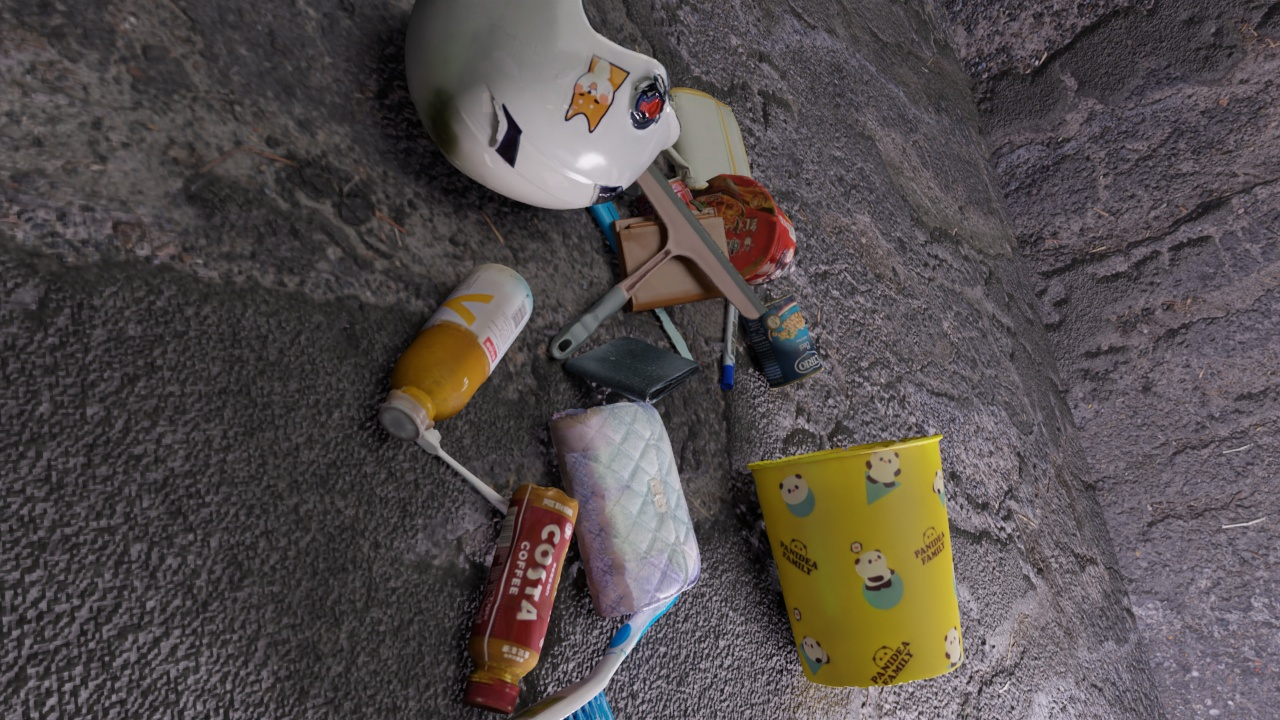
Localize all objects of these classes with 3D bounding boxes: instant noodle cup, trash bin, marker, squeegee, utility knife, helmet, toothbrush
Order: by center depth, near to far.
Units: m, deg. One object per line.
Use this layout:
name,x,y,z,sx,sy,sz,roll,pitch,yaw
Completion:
toothbrush,-0.126,0.112,0.782,0.180,0.016,0.016,47,35,-28
helmet,-0.102,-0.225,0.832,0.274,0.230,0.156,45,69,-44
squeegee,-0.016,-0.075,0.969,0.247,0.040,0.248,52,58,-9
utility knife,0.005,-0.090,1.058,0.238,0.018,0.034,60,36,-16
trash bin,0.259,0.228,1.074,0.229,0.230,0.255,-2,81,-54
instant noodle cup,0.129,-0.154,1.161,0.108,0.138,0.137,9,66,-60
marker,0.115,-0.027,1.173,0.017,0.017,0.145,38,46,-37

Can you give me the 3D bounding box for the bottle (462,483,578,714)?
bottle,-0.098,0.189,0.734,0.057,0.058,0.174,37,55,-37

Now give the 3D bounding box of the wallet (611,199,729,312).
wallet,0.038,-0.122,1.038,0.130,0.035,0.119,-11,90,-22

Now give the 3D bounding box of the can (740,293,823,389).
can,0.187,-0.027,1.218,0.075,0.075,0.111,-26,94,-55

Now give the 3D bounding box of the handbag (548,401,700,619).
handbag,-0.013,0.134,0.870,0.134,0.076,0.194,-7,78,-54

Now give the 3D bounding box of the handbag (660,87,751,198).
handbag,0.070,-0.283,1.205,0.178,0.063,0.163,11,61,-47

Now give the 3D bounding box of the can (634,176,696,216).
can,0.039,-0.165,1.096,0.066,0.067,0.094,-34,101,-54

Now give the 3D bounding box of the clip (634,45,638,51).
clip,-0.022,-0.342,1.097,0.100,0.071,0.034,66,10,-80

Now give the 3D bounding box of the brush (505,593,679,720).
brush,-0.033,0.288,0.791,0.313,0.061,0.109,-6,75,-57

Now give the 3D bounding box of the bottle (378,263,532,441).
bottle,-0.152,-0.008,0.760,0.068,0.068,0.189,53,38,-22

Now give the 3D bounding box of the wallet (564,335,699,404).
wallet,-0.006,0.005,0.939,0.120,0.097,0.019,-27,134,-56

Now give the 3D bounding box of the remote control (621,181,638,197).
remote control,-0.031,-0.252,1.083,0.053,0.024,0.136,12,63,-49
